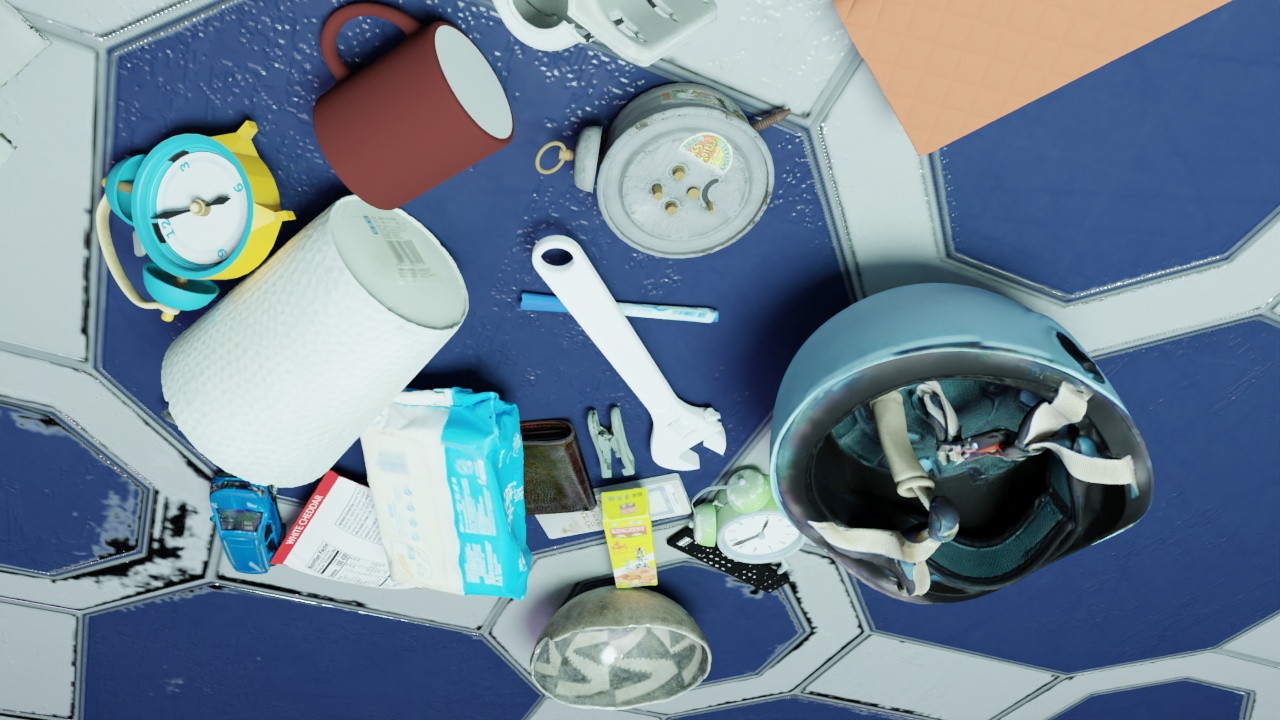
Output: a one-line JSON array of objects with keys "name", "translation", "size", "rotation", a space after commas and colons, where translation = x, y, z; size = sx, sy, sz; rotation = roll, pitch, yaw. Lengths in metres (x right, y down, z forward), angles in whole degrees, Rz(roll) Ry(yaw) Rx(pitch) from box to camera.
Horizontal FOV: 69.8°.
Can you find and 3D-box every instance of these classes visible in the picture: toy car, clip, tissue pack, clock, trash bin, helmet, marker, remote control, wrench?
[{"name": "toy car", "translation": [-0.341, 0.143, 0.801], "size": [0.056, 0.043, 0.120], "rotation": [5, 134, -6]}, {"name": "clip", "translation": [-0.024, 0.067, 0.749], "size": [0.045, 0.023, 0.076], "rotation": [-9, 136, 5]}, {"name": "tissue pack", "translation": [-0.149, 0.102, 0.717], "size": [0.117, 0.065, 0.210], "rotation": [6, 126, 10]}, {"name": "clock", "translation": [0.012, -0.114, 0.547], "size": [0.148, 0.056, 0.104], "rotation": [4, 134, -9]}, {"name": "trash bin", "translation": [-0.203, -0.016, 0.593], "size": [0.162, 0.133, 0.133], "rotation": [-38, 125, 24]}, {"name": "helmet", "translation": [0.199, 0.045, 0.631], "size": [0.226, 0.166, 0.265], "rotation": [-36, 127, 27]}, {"name": "marker", "translation": [-0.014, -0.037, 0.653], "size": [0.142, 0.013, 0.013], "rotation": [4, 135, -6]}, {"name": "remote control", "translation": [0.087, 0.194, 0.888], "size": [0.140, 0.009, 0.030], "rotation": [31, 127, -28]}, {"name": "clock", "translation": [0.099, 0.139, 0.810], "size": [0.119, 0.042, 0.095], "rotation": [25, 128, -25]}, {"name": "clip", "translation": [-0.037, -0.192, 0.431], "size": [0.144, 0.124, 0.075], "rotation": [36, 124, -1]}, {"name": "wrench", "translation": [-0.004, 0.004, 0.678], "size": [0.066, 0.018, 0.273], "rotation": [-18, 136, 17]}, {"name": "remote control", "translation": [-0.025, 0.131, 0.821], "size": [0.136, 0.011, 0.050], "rotation": [-12, 134, 10]}, {"name": "clock", "translation": [-0.271, -0.085, 0.551], "size": [0.130, 0.043, 0.099], "rotation": [-24, 89, 15]}]

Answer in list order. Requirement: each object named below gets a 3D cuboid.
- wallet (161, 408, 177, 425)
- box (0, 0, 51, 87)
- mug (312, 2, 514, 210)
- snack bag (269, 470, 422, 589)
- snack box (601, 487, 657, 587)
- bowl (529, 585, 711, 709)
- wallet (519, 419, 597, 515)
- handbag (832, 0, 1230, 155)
[{"name": "wallet", "translation": [-0.295, 0.035, 0.700], "size": [0.115, 0.026, 0.089], "rotation": [-26, 132, 34]}, {"name": "box", "translation": [-0.405, -0.163, 0.430], "size": [0.172, 0.379, 0.167], "rotation": [-10, 137, 31]}, {"name": "mug", "translation": [-0.132, -0.148, 0.506], "size": [0.083, 0.073, 0.106], "rotation": [-24, 102, 20]}, {"name": "snack bag", "translation": [-0.233, 0.158, 0.815], "size": [0.144, 0.039, 0.131], "rotation": [20, 124, -31]}, {"name": "snack box", "translation": [-0.008, 0.162, 0.823], "size": [0.040, 0.028, 0.148], "rotation": [-6, 144, 1]}, {"name": "bowl", "translation": [-0.021, 0.274, 0.913], "size": [0.178, 0.081, 0.179], "rotation": [-1, 136, -1]}, {"name": "wallet", "translation": [-0.104, 0.093, 0.770], "size": [0.120, 0.031, 0.099], "rotation": [-5, 132, 7]}, {"name": "handbag", "translation": [0.196, -0.197, 0.464], "size": [0.172, 0.060, 0.109], "rotation": [-25, 136, 25]}]
